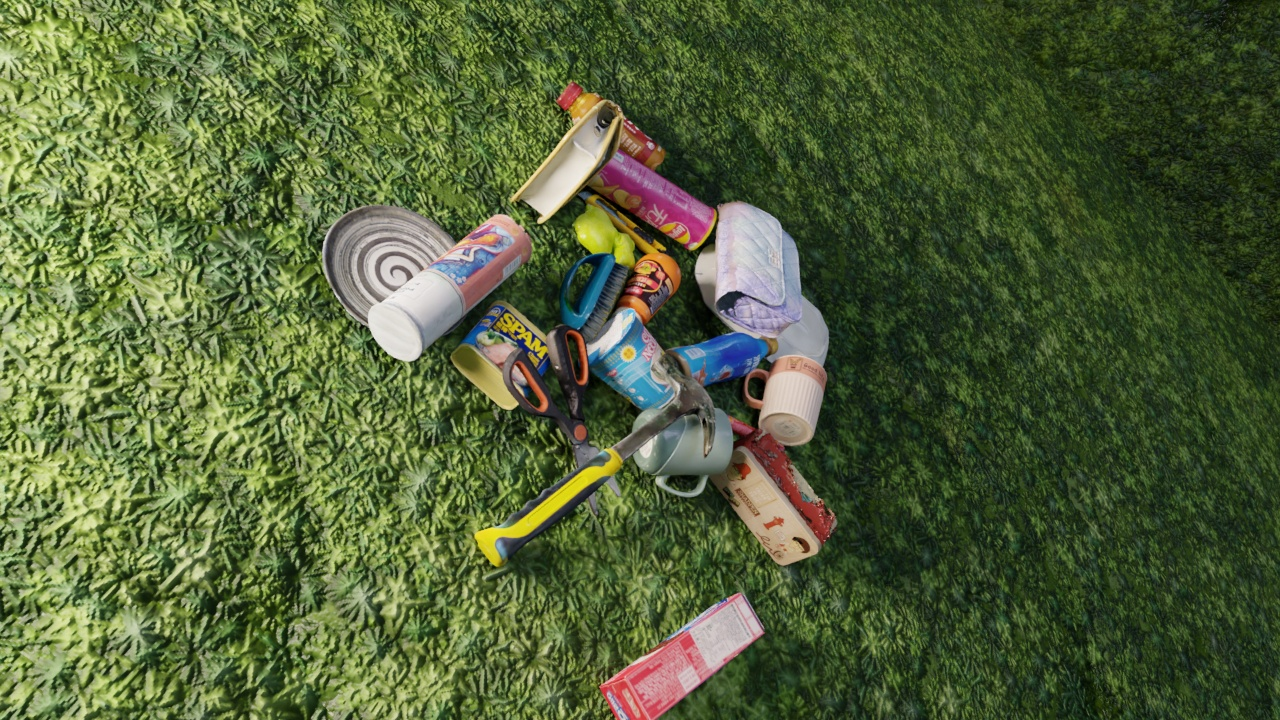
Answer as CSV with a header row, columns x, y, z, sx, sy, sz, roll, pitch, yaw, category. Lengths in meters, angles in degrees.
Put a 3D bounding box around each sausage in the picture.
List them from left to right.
x,y,z,sx,sy,sz,roll,pitch,yaw,category
0.142,0.096,1.267,0.155,0.020,0.020,27,50,-23,sausage

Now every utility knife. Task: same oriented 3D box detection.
x,y,z,sx,sy,sz,roll,pitch,yaw,category
-0.020,-0.192,1.316,0.167,0.015,0.033,36,44,-15,utility knife

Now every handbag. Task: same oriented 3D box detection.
x,y,z,sx,sy,sz,roll,pitch,yaw,category
-0.079,-0.274,1.216,0.063,0.164,0.178,42,45,-13,handbag
0.168,-0.134,1.331,0.134,0.076,0.193,23,46,-24,handbag

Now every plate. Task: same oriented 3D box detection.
x,y,z,sx,sy,sz,roll,pitch,yaw,category
-0.276,-0.098,1.051,0.179,0.024,0.179,18,55,-28,plate
0.198,-0.084,1.410,0.265,0.034,0.161,40,46,-12,plate

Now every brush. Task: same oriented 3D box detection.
x,y,z,sx,sy,sz,roll,pitch,yaw,category
-0.067,-0.090,1.189,0.073,0.055,0.143,36,47,-17,brush

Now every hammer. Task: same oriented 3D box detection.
x,y,z,sx,sy,sz,roll,pitch,yaw,category
-0.041,0.121,1.029,0.322,0.032,0.126,-36,75,-28,hammer

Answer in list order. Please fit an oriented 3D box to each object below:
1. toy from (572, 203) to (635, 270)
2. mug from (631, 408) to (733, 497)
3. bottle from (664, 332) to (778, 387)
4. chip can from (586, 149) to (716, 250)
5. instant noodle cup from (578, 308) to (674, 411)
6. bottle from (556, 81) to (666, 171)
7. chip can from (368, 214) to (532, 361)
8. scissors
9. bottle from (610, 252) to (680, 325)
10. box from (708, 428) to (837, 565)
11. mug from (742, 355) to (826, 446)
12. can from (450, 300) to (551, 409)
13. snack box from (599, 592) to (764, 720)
x,y,z,sx,sy,sz,roll,pitch,yaw,category
-0.049,-0.167,1.268,0.100,0.031,0.096,17,57,-31,toy
0.048,0.114,1.138,0.106,0.082,0.111,2,91,-27,mug
0.115,-0.003,1.275,0.218,0.065,0.065,-15,74,-44,bottle
0.007,-0.242,1.330,0.210,0.072,0.071,29,49,-21,chip can
-0.007,0.007,1.157,0.110,0.099,0.099,44,45,-20,instant noodle cup
-0.044,-0.342,1.360,0.175,0.058,0.057,37,47,-14,bottle
-0.207,-0.086,1.030,0.071,0.071,0.214,46,46,-6,chip can
-0.089,0.071,1.054,0.197,0.022,0.226,9,78,-45,scissors
0.000,-0.081,1.238,0.067,0.067,0.149,41,53,-11,bottle
0.176,0.173,1.195,0.168,0.092,0.076,52,48,-1,box
0.201,0.053,1.306,0.114,0.082,0.105,17,51,4,mug
-0.157,-0.005,1.065,0.102,0.057,0.083,42,47,-10,can
0.052,0.333,1.023,0.206,0.057,0.058,-21,76,-44,snack box
